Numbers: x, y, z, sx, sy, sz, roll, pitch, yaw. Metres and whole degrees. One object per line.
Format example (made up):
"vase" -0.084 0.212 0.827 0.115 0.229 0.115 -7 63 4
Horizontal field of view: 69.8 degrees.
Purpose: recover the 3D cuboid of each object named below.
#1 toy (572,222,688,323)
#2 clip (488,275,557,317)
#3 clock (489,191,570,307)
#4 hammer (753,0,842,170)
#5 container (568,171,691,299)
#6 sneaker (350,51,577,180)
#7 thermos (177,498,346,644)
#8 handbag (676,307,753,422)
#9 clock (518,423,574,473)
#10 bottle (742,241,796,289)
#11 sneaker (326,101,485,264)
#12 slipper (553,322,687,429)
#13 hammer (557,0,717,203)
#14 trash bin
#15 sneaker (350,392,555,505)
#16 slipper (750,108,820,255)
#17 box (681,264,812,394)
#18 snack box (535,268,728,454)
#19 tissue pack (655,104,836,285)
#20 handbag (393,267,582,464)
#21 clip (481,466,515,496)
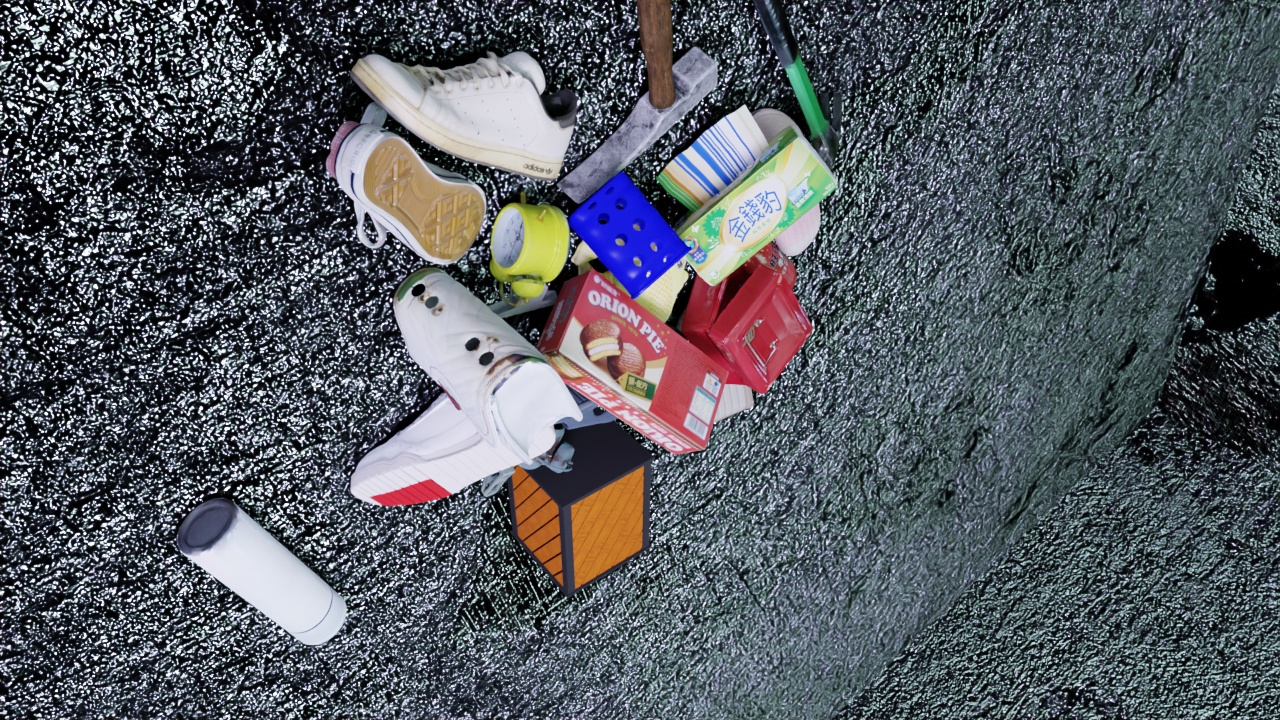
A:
"toy" -0.009 -0.101 1.121 0.154 0.064 0.171 -15 126 -19
"clip" -0.132 -0.080 1.051 0.101 0.043 0.054 -18 143 -36
"clock" -0.121 -0.114 0.978 0.057 0.083 0.119 3 115 -40
"hammer" 0.181 -0.359 1.096 0.319 0.032 0.130 51 52 -46
"container" -0.014 -0.138 1.019 0.085 0.113 0.084 -41 -175 -1
"sneaker" -0.143 -0.242 0.843 0.241 0.089 0.102 9 122 -53
"thermos" -0.401 0.233 0.992 0.067 0.068 0.230 -40 140 -15
"handbag" 0.085 0.000 1.315 0.175 0.062 0.198 -20 124 -34
"clock" -0.127 0.095 1.105 0.090 0.124 0.053 13 107 -50
"bottle" 0.162 -0.138 1.259 0.062 0.062 0.137 -55 142 4
"sneaker" -0.222 -0.157 0.842 0.118 0.088 0.241 -64 164 -3
"slipper" -0.050 0.028 1.163 0.262 0.101 0.083 -27 144 -37
"hammer" -0.012 -0.299 0.890 0.217 0.037 0.301 -44 163 -11
"trash bin" -0.081 0.179 1.209 0.139 0.140 0.172 -26 136 -29
"sneaker" -0.218 0.081 1.040 0.237 0.104 0.090 -23 146 8
"slipper" 0.182 -0.232 1.206 0.106 0.056 0.222 -47 132 -18
"box" 0.129 -0.048 1.235 0.137 0.127 0.157 -54 141 -13
"snack box" -0.006 0.006 1.083 0.236 0.060 0.113 36 60 -29
"tissue pack" 0.112 -0.208 1.091 0.198 0.120 0.141 -40 104 12
"handbag" -0.164 0.004 0.938 0.096 0.198 0.142 -41 140 -11
"clip" -0.186 0.148 1.171 0.023 0.061 0.076 -13 142 -37
